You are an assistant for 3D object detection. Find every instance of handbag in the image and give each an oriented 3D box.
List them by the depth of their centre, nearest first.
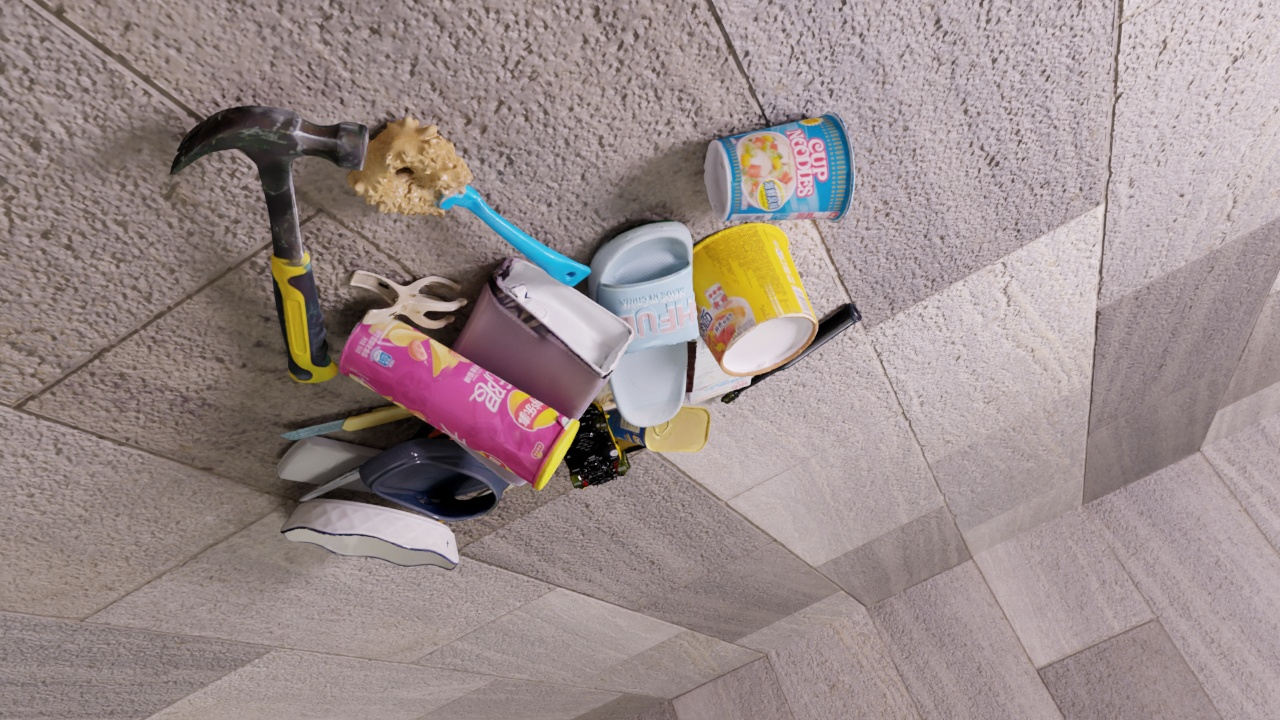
[{"bbox_3d":[-0.116,0.010,0.889,0.145,0.098,0.198,34,129,-7],"label":"handbag"}]

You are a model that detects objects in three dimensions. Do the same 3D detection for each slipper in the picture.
[{"bbox_3d":[0.007,-0.024,0.913,0.104,0.074,0.246,-10,127,-9],"label":"slipper"},{"bbox_3d":[-0.218,0.146,1.047,0.111,0.083,0.268,-29,163,11],"label":"slipper"}]

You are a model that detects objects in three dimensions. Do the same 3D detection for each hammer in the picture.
[{"bbox_3d":[-0.275,-0.073,0.719,0.126,0.031,0.324,7,148,-10],"label":"hammer"}]

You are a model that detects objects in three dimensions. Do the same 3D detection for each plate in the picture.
[{"bbox_3d":[-0.310,0.204,1.072,0.205,0.045,0.205,8,159,3],"label":"plate"}]

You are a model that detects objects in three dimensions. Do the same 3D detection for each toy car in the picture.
[{"bbox_3d":[-0.060,0.095,1.058,0.071,0.041,0.156,-19,137,2],"label":"toy car"}]

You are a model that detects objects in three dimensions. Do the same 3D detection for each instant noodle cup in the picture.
[{"bbox_3d":[0.118,-0.163,0.807,0.110,0.099,0.099,-9,148,-9],"label":"instant noodle cup"},{"bbox_3d":[0.112,-0.056,0.951,0.138,0.109,0.138,-17,151,-10],"label":"instant noodle cup"}]

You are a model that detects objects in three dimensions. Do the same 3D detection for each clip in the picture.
[{"bbox_3d":[-0.206,-0.053,0.813,0.100,0.071,0.035,-1,146,-43],"label":"clip"}]

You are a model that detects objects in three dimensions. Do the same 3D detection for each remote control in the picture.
[{"bbox_3d":[-0.325,0.117,1.020,0.058,0.021,0.150,-43,146,17],"label":"remote control"}]

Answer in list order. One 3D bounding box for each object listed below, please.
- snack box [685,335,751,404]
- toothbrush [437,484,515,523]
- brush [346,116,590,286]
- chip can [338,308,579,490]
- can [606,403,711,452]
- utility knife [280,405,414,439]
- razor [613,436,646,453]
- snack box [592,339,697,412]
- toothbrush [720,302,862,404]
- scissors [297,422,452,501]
[{"bbox_3d":[0.097,-0.007,1.102,0.084,0.027,0.157,-17,150,-10],"label":"snack box"},{"bbox_3d":[-0.218,0.192,1.219,0.191,0.018,0.016,-30,151,13],"label":"toothbrush"},{"bbox_3d":[-0.126,-0.115,0.749,0.083,0.045,0.254,-37,142,20],"label":"brush"},{"bbox_3d":[-0.163,0.034,0.823,0.071,0.210,0.071,-60,177,-6],"label":"chip can"},{"bbox_3d":[0.021,0.076,1.117,0.102,0.057,0.083,6,-176,-39],"label":"can"},{"bbox_3d":[-0.269,0.059,0.970,0.210,0.022,0.031,-18,150,-22],"label":"utility knife"},{"bbox_3d":[-0.020,0.104,1.173,0.167,0.067,0.062,-9,157,-34],"label":"razor"},{"bbox_3d":[-0.006,0.006,1.027,0.125,0.053,0.113,-17,150,-11],"label":"snack box"},{"bbox_3d":[0.187,-0.004,1.170,0.213,0.026,0.027,-36,160,24],"label":"toothbrush"},{"bbox_3d":[-0.267,0.094,0.993,0.234,0.021,0.142,-18,160,-29],"label":"scissors"}]
